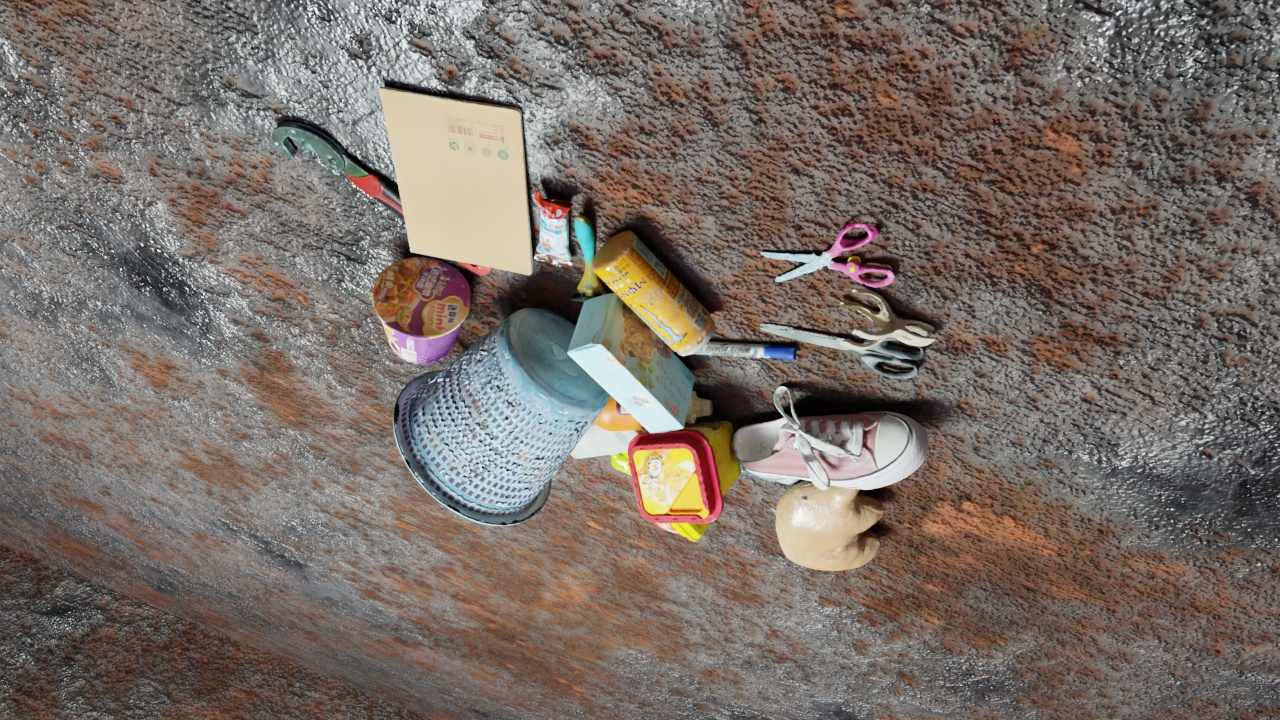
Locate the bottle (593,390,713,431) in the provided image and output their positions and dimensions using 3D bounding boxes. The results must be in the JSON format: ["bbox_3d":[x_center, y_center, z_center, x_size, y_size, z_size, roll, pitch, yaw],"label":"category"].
[{"bbox_3d":[0.015,0.056,1.137,0.149,0.066,0.067,1,139,12],"label":"bottle"}]

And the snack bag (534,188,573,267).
[{"bbox_3d":[-0.092,-0.139,0.972,0.045,0.026,0.105,13,144,5],"label":"snack bag"}]

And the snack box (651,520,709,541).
[{"bbox_3d":[0.050,0.198,1.281,0.080,0.081,0.091,1,139,45],"label":"snack box"}]

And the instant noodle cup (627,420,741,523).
[{"bbox_3d":[0.061,0.130,1.134,0.116,0.123,0.116,-7,101,32],"label":"instant noodle cup"}]

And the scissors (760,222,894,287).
[{"bbox_3d":[0.181,-0.104,0.899,0.136,0.017,0.108,10,145,19],"label":"scissors"}]

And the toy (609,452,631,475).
[{"bbox_3d":[0.001,0.134,1.257,0.096,0.031,0.100,27,142,-1],"label":"toy"}]

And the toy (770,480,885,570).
[{"bbox_3d":[0.243,0.198,1.192,0.143,0.082,0.226,-8,136,4],"label":"toy"}]

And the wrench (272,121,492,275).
[{"bbox_3d":[-0.281,-0.178,1.019,0.273,0.016,0.056,34,140,-17],"label":"wrench"}]

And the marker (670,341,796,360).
[{"bbox_3d":[0.104,-0.013,1.044,0.146,0.016,0.017,4,139,21],"label":"marker"}]

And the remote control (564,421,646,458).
[{"bbox_3d":[-0.053,0.101,1.238,0.150,0.021,0.058,-12,122,43],"label":"remote control"}]

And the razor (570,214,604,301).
[{"bbox_3d":[-0.058,-0.111,0.988,0.043,0.028,0.133,10,144,11],"label":"razor"}]

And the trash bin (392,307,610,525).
[{"bbox_3d":[-0.146,0.052,1.091,0.226,0.226,0.196,36,122,-19],"label":"trash bin"}]

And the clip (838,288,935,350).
[{"bbox_3d":[0.243,-0.026,0.923,0.102,0.094,0.035,35,148,-2],"label":"clip"}]

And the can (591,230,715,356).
[{"bbox_3d":[0.015,-0.071,0.980,0.058,0.058,0.146,-20,127,41],"label":"can"}]

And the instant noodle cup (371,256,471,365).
[{"bbox_3d":[-0.260,-0.053,1.098,0.111,0.111,0.099,22,152,-1],"label":"instant noodle cup"}]

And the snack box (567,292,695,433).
[{"bbox_3d":[-0.006,0.006,1.036,0.052,0.074,0.175,-12,138,34],"label":"snack box"}]

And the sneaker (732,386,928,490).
[{"bbox_3d":[0.205,0.095,1.063,0.242,0.118,0.087,-4,157,36],"label":"sneaker"}]

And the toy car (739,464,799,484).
[{"bbox_3d":[0.162,0.135,1.185,0.105,0.031,0.049,14,144,6],"label":"toy car"}]

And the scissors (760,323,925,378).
[{"bbox_3d":[0.217,-0.025,0.984,0.175,0.014,0.133,34,142,-13],"label":"scissors"}]

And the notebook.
[{"bbox_3d":[-0.188,-0.182,0.962,0.148,0.008,0.208,12,137,9],"label":"notebook"}]
